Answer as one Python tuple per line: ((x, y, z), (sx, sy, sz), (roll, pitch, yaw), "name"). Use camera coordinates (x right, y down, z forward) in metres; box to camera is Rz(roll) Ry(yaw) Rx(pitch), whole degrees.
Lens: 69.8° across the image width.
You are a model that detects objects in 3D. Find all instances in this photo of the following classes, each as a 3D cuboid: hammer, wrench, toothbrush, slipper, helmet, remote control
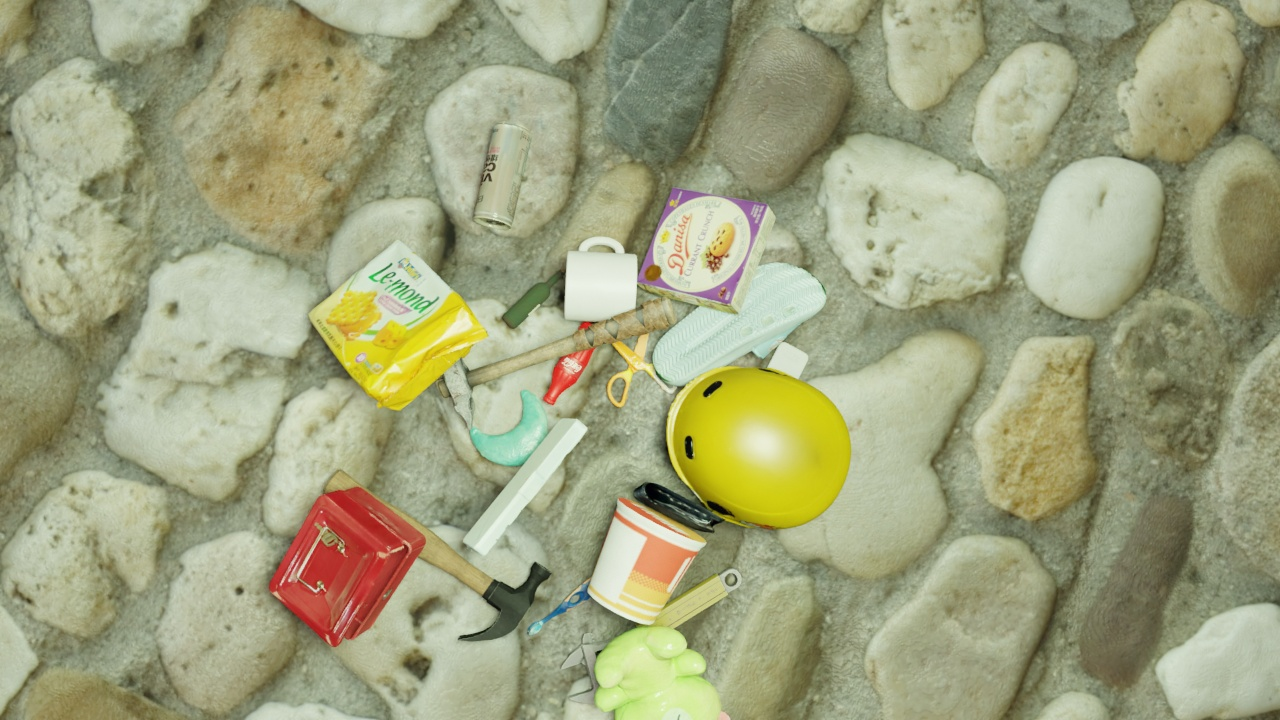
((-0.109, -0.012, 1.172), (0.319, 0.048, 0.121), (-19, 113, 5), "hammer")
((-0.278, 0.245, 1.186), (0.305, 0.040, 0.132), (34, 80, 0), "hammer")
((0.017, 0.354, 1.204), (0.273, 0.018, 0.083), (-29, 87, -6), "wrench")
((-0.092, 0.317, 1.200), (0.135, 0.017, 0.021), (-36, 98, -6), "toothbrush")
((0.129, -0.042, 1.219), (0.245, 0.074, 0.104), (-32, 57, 3), "slipper")
((0.164, 0.110, 1.151), (0.240, 0.140, 0.209), (25, 83, -22), "helmet")
((0.179, 0.047, 1.251), (0.045, 0.008, 0.146), (28, 83, -2), "remote control")

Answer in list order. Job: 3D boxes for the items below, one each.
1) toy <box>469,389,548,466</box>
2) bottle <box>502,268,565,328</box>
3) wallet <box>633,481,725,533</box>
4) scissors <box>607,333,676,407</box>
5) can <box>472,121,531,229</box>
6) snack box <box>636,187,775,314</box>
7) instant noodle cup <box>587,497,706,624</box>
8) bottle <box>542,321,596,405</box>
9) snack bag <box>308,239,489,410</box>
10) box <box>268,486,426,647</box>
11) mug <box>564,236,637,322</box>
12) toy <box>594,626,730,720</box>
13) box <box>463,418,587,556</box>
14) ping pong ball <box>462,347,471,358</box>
((-0.165, 0.096, 1.211), (0.105, 0.033, 0.085), (-37, 74, -9), "toy")
((-0.141, -0.085, 1.231), (0.106, 0.025, 0.025), (-44, 89, -7), "bottle")
((0.047, 0.192, 1.187), (0.115, 0.089, 0.026), (27, 77, 0), "wallet")
((0.001, 0.007, 1.240), (0.128, 0.011, 0.125), (16, 84, -4), "scissors")
((-0.185, -0.248, 1.230), (0.054, 0.054, 0.135), (12, 84, -3), "can")
((0.085, -0.146, 1.211), (0.148, 0.040, 0.143), (16, 80, 29), "snack box")
((0.001, 0.257, 1.165), (0.123, 0.123, 0.121), (26, 89, -1), "instant noodle cup")
((-0.092, 0.006, 1.220), (0.036, 0.036, 0.119), (32, 83, -1), "bottle")
((-0.303, -0.042, 1.141), (0.159, 0.068, 0.247), (-40, 47, -10), "snack bag")
((-0.361, 0.251, 1.132), (0.129, 0.092, 0.158), (36, 103, 9), "box")
((-0.053, -0.110, 1.212), (0.090, 0.091, 0.121), (3, 67, -4), "mug")
((0.019, 0.414, 1.149), (0.150, 0.107, 0.197), (-24, 122, -12), "toy")
((-0.148, 0.155, 1.138), (0.041, 0.135, 0.196), (43, 73, -10), "box")
((-0.243, -0.021, 1.210), (0.040, 0.040, 0.040), (0, 84, -4), "ping pong ball")
